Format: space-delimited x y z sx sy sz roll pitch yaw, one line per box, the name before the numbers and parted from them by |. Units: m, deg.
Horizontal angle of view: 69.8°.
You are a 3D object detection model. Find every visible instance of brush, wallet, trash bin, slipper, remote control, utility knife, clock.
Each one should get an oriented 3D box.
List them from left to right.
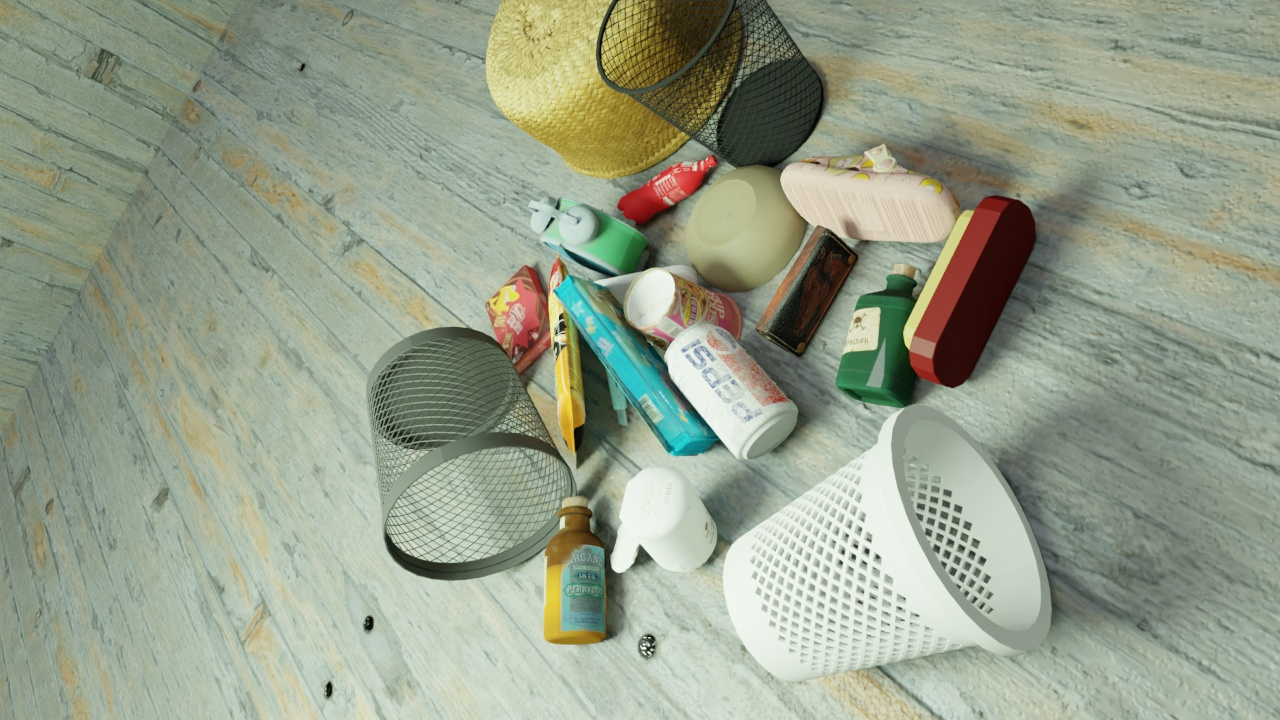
trash bin | -0.214 0.102 1.095 0.218 0.217 0.227 -45 44 16
clock | -0.067 -0.157 1.111 0.122 0.161 0.075 24 89 43
utility knife | -0.029 0.025 1.101 0.022 0.015 0.126 -11 61 2
remote control | 0.000 -0.083 1.064 0.137 0.043 0.013 -10 50 14
trash bin | 0.089 -0.323 1.014 0.185 0.210 0.183 -18 60 34
wallet | 0.169 -0.069 0.930 0.019 0.072 0.123 32 93 44
trash bin | 0.185 0.168 0.747 0.200 0.195 0.195 -36 51 36
slipper | 0.236 -0.171 0.917 0.197 0.093 0.081 20 65 42
brush | 0.288 -0.063 0.816 0.042 0.082 0.173 26 89 44

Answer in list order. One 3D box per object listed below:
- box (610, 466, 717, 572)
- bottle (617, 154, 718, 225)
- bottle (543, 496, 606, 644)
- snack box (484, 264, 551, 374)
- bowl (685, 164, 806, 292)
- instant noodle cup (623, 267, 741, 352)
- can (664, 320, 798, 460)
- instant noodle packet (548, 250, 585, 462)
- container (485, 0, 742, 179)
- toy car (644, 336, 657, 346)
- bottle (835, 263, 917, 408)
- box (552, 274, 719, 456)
box | 0.006 0.169 0.947 0.142 0.140 0.083 -6 53 23
bottle | 0.034 -0.212 1.130 0.142 0.042 0.041 -27 55 30
bottle | -0.072 0.228 1.010 0.068 0.067 0.156 -20 59 33
snack box | -0.161 -0.056 1.245 0.089 0.021 0.133 -42 49 20
bowl | 0.109 -0.156 1.035 0.153 0.050 0.152 -18 60 35
instant noodle cup | 0.041 -0.050 1.006 0.098 0.108 0.097 -18 60 34
can | 0.090 0.030 0.931 0.078 0.078 0.136 -47 62 15
instant noodle packet | -0.087 -0.003 1.086 0.032 0.160 0.220 -5 61 -5
container | -0.048 -0.406 1.185 0.308 0.196 0.306 -16 63 35
toy car | -0.014 -0.049 1.106 0.113 0.039 0.039 55 130 40
bottle | 0.233 -0.027 0.862 0.061 0.061 0.131 9 78 40
box | -0.006 0.006 0.983 0.041 0.094 0.226 -42 72 15
